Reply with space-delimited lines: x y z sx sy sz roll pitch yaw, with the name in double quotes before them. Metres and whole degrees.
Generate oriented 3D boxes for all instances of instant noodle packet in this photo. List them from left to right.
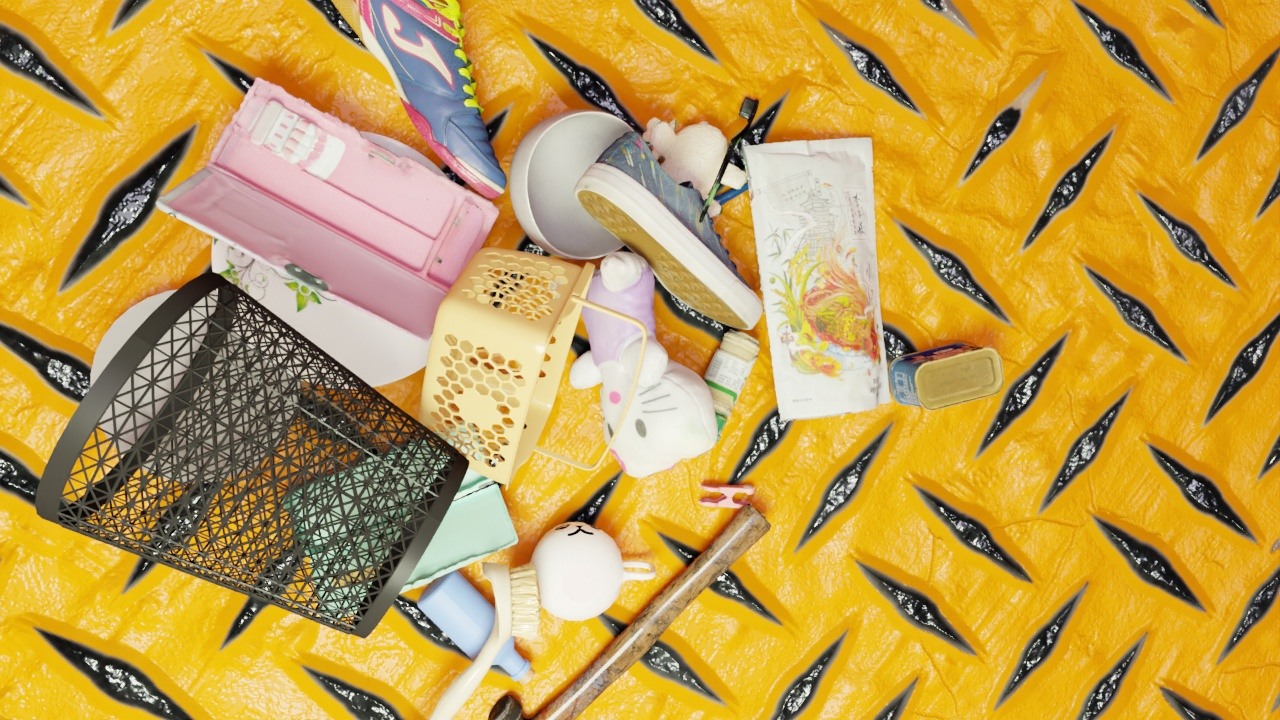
"instant noodle packet" 0.182 -0.081 0.900 0.146 0.057 0.269 -9 96 -23

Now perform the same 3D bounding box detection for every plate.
"plate" -0.394 0.022 0.821 0.172 0.019 0.173 -1 95 -11
"plate" -0.261 -0.090 0.829 0.229 0.030 0.229 0 93 -11

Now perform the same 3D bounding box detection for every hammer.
"hammer" 0.008 0.273 0.905 0.330 0.033 0.120 -44 105 -2

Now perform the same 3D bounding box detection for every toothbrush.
"toothbrush" 0.067 -0.150 0.894 0.190 0.017 0.016 -29 99 -7
"toothbrush" 0.080 -0.189 0.845 0.017 0.014 0.187 24 53 0

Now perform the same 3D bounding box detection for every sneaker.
"sneaker" -0.173 -0.255 0.790 0.091 0.116 0.242 -34 93 3
"sneaker" 0.043 -0.113 0.831 0.235 0.087 0.079 39 74 -36

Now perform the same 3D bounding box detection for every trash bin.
"trash bin" -0.282 0.087 0.722 0.243 0.217 0.217 32 88 -10

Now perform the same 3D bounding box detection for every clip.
"clip" 0.087 0.129 0.919 0.059 0.023 0.041 13 89 -17

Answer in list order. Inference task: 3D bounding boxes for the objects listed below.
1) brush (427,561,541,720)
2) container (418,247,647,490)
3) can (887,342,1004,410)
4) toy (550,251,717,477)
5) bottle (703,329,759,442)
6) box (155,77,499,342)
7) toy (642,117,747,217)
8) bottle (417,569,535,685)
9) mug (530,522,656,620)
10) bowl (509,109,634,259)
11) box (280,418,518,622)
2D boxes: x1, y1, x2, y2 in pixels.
"brush" -0.166 0.296 0.825 0.077 0.062 0.272 30 98 -5
"container" -0.089 0.014 0.785 0.167 0.129 0.184 21 129 -1
"can" 0.311 0.016 0.932 0.099 0.059 0.054 -14 97 -10
"toy" -0.005 0.005 0.849 0.085 0.138 0.209 -26 98 -41
"bottle" 0.079 0.024 0.899 0.042 0.043 0.110 26 88 -12
"box" -0.256 -0.119 0.778 0.233 0.075 0.172 29 59 -11
"toy" 0.046 -0.187 0.870 0.112 0.050 0.087 33 85 -12
"bottle" -0.150 0.258 0.870 0.048 0.048 0.131 -43 101 -5
"mug" -0.044 0.200 0.871 0.124 0.076 0.090 3 94 -11
"bowl" -0.060 -0.161 0.837 0.131 0.064 0.132 -9 107 -31
"box" -0.220 0.146 0.847 0.187 0.056 0.138 -21 81 -8
